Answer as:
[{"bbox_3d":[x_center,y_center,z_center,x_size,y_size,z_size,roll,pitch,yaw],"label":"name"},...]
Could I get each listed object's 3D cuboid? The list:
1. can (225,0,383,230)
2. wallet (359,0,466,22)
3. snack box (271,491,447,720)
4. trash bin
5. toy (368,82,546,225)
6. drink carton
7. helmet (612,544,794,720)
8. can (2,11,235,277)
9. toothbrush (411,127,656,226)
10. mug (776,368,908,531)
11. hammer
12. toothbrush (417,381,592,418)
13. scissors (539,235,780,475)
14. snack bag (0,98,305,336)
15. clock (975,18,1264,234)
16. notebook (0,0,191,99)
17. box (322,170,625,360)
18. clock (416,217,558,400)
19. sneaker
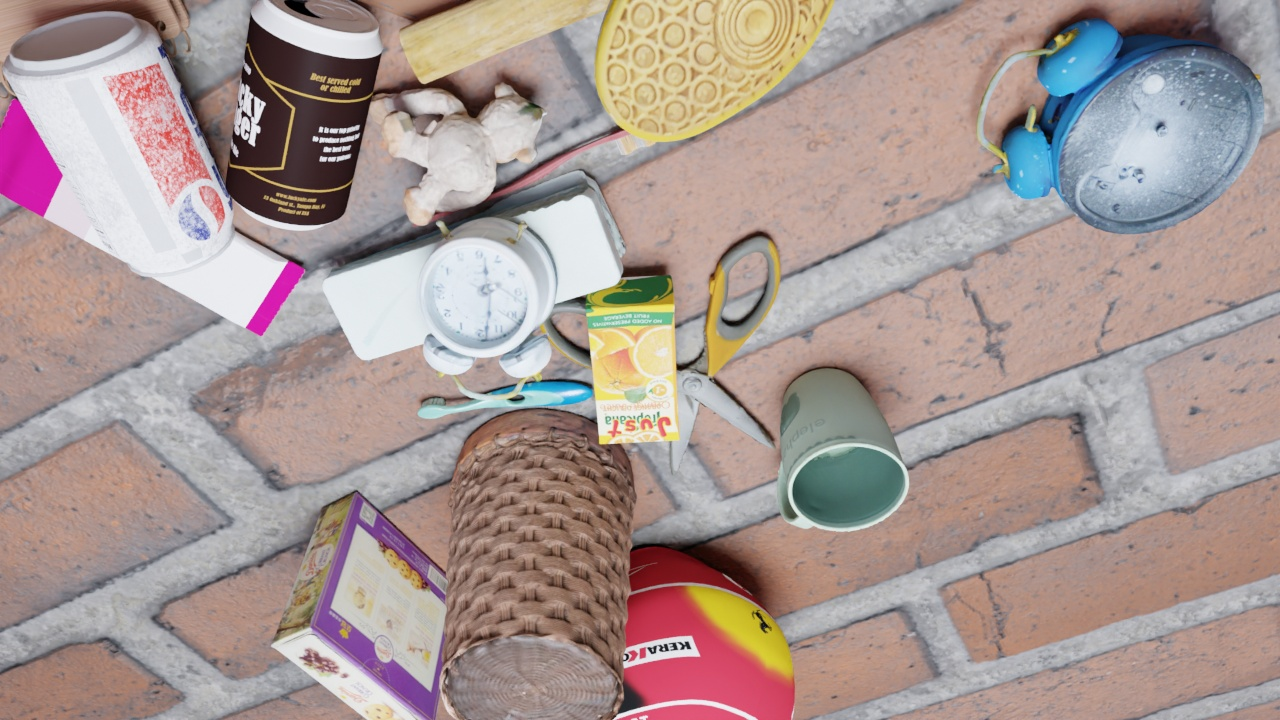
[{"bbox_3d":[-0.199,-0.146,0.542,0.072,0.071,0.129,17,123,-13],"label":"can"},{"bbox_3d":[-0.127,-0.251,0.504,0.087,0.013,0.121,17,123,-12],"label":"wallet"},{"bbox_3d":[-0.214,0.206,0.745,0.041,0.147,0.143,-27,121,16],"label":"snack box"},{"bbox_3d":[-0.079,0.158,0.675,0.151,0.209,0.151,0,125,0],"label":"trash bin"},{"bbox_3d":[-0.108,-0.138,0.560,0.106,0.074,0.085,-21,107,7],"label":"toy"},{"bbox_3d":[-0.004,0.004,0.649,0.058,0.041,0.123,-3,126,1],"label":"drink carton"},{"bbox_3d":[0.003,0.297,0.768,0.197,0.224,0.272,38,115,-24],"label":"helmet"},{"bbox_3d":[-0.294,-0.122,0.531,0.078,0.078,0.136,-4,133,2],"label":"can"},{"bbox_3d":[-0.069,-0.119,0.598,0.185,0.015,0.016,-19,113,14],"label":"toothbrush"},{"bbox_3d":[0.135,0.071,0.681,0.084,0.103,0.111,21,122,-15],"label":"mug"},{"bbox_3d":[0.021,-0.230,0.504,0.331,0.033,0.132,-19,124,9],"label":"hammer"},{"bbox_3d":[-0.104,0.030,0.704,0.135,0.017,0.022,-7,125,1],"label":"toothbrush"},{"bbox_3d":[0.023,0.000,0.683,0.226,0.016,0.226,9,125,-7],"label":"scissors"},{"bbox_3d":[-0.329,-0.090,0.614,0.196,0.016,0.070,32,118,-21],"label":"snack bag"},{"bbox_3d":[0.288,-0.145,0.559,0.161,0.060,0.117,11,125,-7],"label":"clock"},{"bbox_3d":[-0.383,-0.231,0.509,0.210,0.022,0.169,-11,124,7],"label":"notebook"},{"bbox_3d":[-0.112,-0.061,0.617,0.199,0.070,0.085,-17,143,13],"label":"box"},{"bbox_3d":[-0.095,-0.031,0.575,0.083,0.057,0.118,1,109,4],"label":"clock"},{"bbox_3d":[0.058,-0.204,0.417,0.238,0.122,0.086,-42,119,2],"label":"sneaker"}]
